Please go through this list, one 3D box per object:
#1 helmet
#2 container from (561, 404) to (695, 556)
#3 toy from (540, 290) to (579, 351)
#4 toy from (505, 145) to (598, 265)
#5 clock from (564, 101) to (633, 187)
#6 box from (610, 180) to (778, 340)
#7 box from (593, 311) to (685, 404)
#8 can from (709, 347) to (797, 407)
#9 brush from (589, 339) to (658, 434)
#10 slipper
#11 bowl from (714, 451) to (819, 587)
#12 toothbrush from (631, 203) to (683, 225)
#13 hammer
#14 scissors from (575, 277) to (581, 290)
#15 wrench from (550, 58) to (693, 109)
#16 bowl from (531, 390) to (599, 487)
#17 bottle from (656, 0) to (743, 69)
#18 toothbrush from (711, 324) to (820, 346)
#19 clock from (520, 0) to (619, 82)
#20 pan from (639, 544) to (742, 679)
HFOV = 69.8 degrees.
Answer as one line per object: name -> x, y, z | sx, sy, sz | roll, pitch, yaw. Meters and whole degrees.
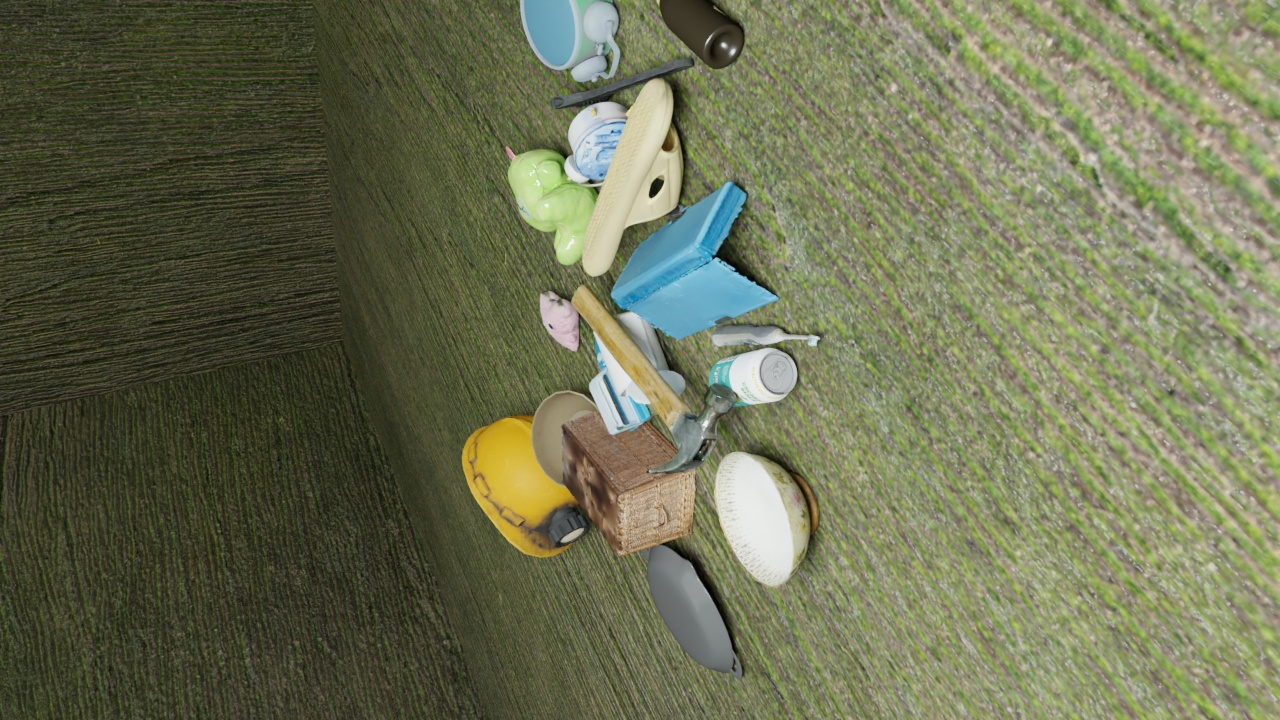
helmet -> -0.166, 0.178, 1.509 | 0.132, 0.204, 0.255 | -47, 63, 31
container -> -0.021, 0.158, 1.251 | 0.198, 0.112, 0.114 | 42, 139, 48
toy -> -0.121, -0.058, 1.419 | 0.099, 0.052, 0.096 | 33, 144, 60
toy -> -0.119, -0.226, 1.276 | 0.150, 0.107, 0.196 | 68, 177, -45
clock -> -0.046, -0.254, 1.111 | 0.126, 0.088, 0.052 | 113, 141, -50
box -> 0.068, -0.101, 1.026 | 0.112, 0.094, 0.232 | 33, 158, -16
box -> -0.001, 0.000, 1.150 | 0.136, 0.084, 0.147 | 125, 126, -70
can -> 0.117, 0.019, 0.958 | 0.102, 0.054, 0.055 | -15, 89, 65
brush -> -0.033, 0.027, 1.234 | 0.056, 0.075, 0.136 | -42, 69, 52
slipper -> 0.002, -0.200, 1.051 | 0.111, 0.079, 0.262 | -96, 25, -43
bowl -> 0.143, 0.160, 0.969 | 0.145, 0.063, 0.145 | 43, 140, 50
toothbrush -> 0.010, -0.177, 1.128 | 0.167, 0.013, 0.013 | 5, 108, 66
hammer -> -0.006, 0.006, 1.066 | 0.330, 0.033, 0.132 | 51, 125, 46
scissors -> -0.054, -0.053, 1.325 | 0.150, 0.012, 0.165 | -3, 100, 63
wrench -> -0.025, -0.321, 1.073 | 0.274, 0.073, 0.018 | 7, 110, 57
bowl -> -0.094, 0.119, 1.412 | 0.153, 0.050, 0.152 | 4, 97, 33
bottle -> 0.038, -0.359, 0.930 | 0.184, 0.045, 0.045 | 56, 149, 36
toothbrush -> 0.129, -0.025, 0.949 | 0.186, 0.022, 0.024 | 4, 77, 64
clock -> -0.075, -0.409, 1.117 | 0.161, 0.075, 0.122 | 51, 147, 19
pan -> 0.025, 0.305, 1.283 | 0.354, 0.024, 0.217 | 46, 152, 38
